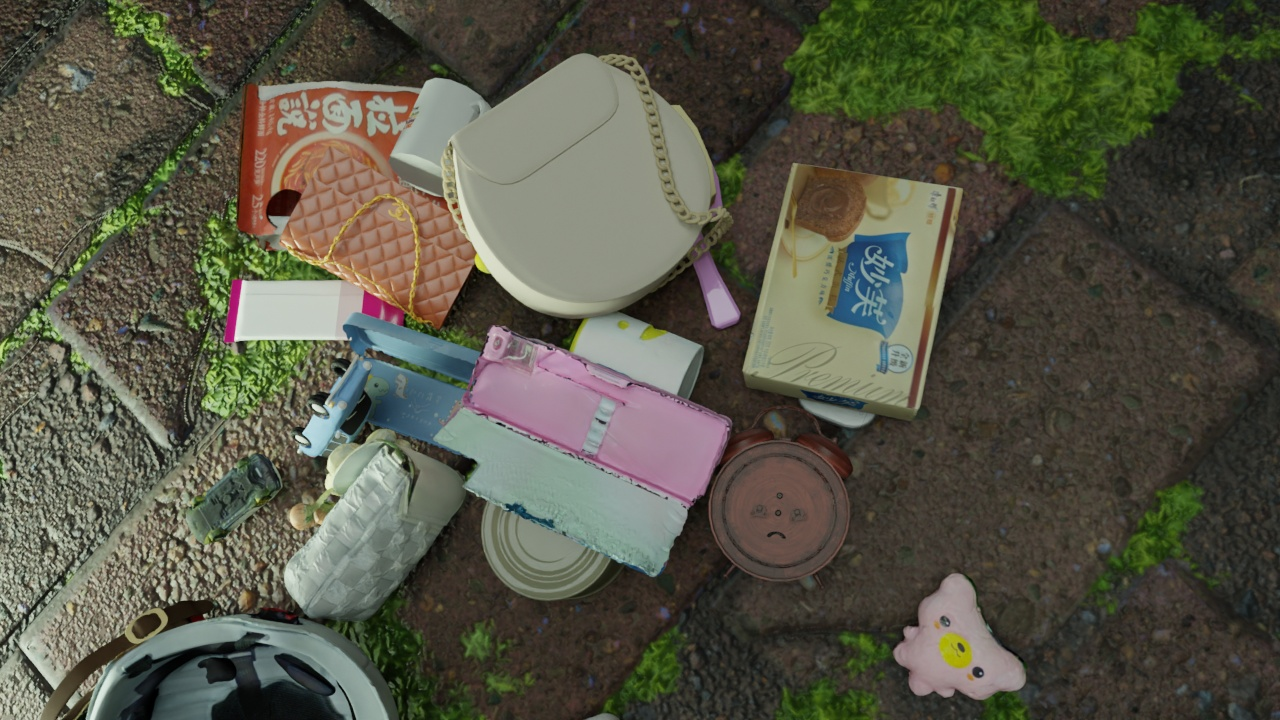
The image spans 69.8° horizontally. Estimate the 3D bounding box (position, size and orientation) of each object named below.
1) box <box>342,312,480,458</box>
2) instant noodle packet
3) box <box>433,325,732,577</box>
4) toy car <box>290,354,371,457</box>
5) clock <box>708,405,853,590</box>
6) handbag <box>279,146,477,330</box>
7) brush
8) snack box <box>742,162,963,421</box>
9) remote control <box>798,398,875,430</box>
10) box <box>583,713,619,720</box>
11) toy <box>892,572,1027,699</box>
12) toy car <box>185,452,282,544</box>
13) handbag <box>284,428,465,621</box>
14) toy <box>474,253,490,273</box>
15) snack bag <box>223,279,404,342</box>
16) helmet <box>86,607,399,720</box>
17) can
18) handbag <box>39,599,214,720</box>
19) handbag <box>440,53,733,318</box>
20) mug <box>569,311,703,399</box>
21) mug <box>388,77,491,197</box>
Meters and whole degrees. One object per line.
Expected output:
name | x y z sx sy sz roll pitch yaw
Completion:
box | -0.195 0.027 0.895 0.210 0.049 0.121 18 117 13
instant noodle packet | -0.293 -0.202 0.959 0.221 0.084 0.164 -1 78 -2
box | -0.054 0.075 0.784 0.230 0.066 0.158 23 70 11
toy car | -0.283 0.048 0.859 0.055 0.154 0.056 32 54 -14
clock | 0.124 0.117 0.806 0.120 0.072 0.157 5 80 11
handbag | -0.249 -0.117 0.896 0.172 0.060 0.109 29 88 -7
brush | 0.043 -0.139 0.886 0.089 0.043 0.228 -22 76 5
snack box | 0.189 -0.064 0.819 0.153 0.055 0.207 12 79 14
remote control | 0.201 -0.012 0.844 0.074 0.019 0.151 22 81 16
box | -0.062 0.389 0.782 0.137 0.083 0.143 -19 82 7
toy | 0.260 0.239 0.769 0.093 0.050 0.102 -29 72 8
toy car | -0.403 0.138 0.914 0.105 0.033 0.048 -38 77 5
handbag | -0.259 0.150 0.849 0.123 0.112 0.171 35 87 24
toy | -0.112 -0.149 0.892 0.097 0.124 0.131 -23 55 27
snack bag | -0.336 -0.051 0.948 0.197 0.016 0.070 0 77 10
helmet | -0.323 0.331 0.795 0.264 0.163 0.236 -7 84 2
can | -0.074 0.153 0.832 0.128 0.073 0.127 -2 78 9
handbag | -0.465 0.287 0.840 0.166 0.138 0.063 -45 77 -2
handbag | -0.049 -0.149 0.803 0.210 0.103 0.208 -38 88 -15
mug | -0.005 0.005 0.846 0.106 0.082 0.082 22 83 12
mug | -0.187 -0.220 0.902 0.105 0.073 0.089 2 65 44
